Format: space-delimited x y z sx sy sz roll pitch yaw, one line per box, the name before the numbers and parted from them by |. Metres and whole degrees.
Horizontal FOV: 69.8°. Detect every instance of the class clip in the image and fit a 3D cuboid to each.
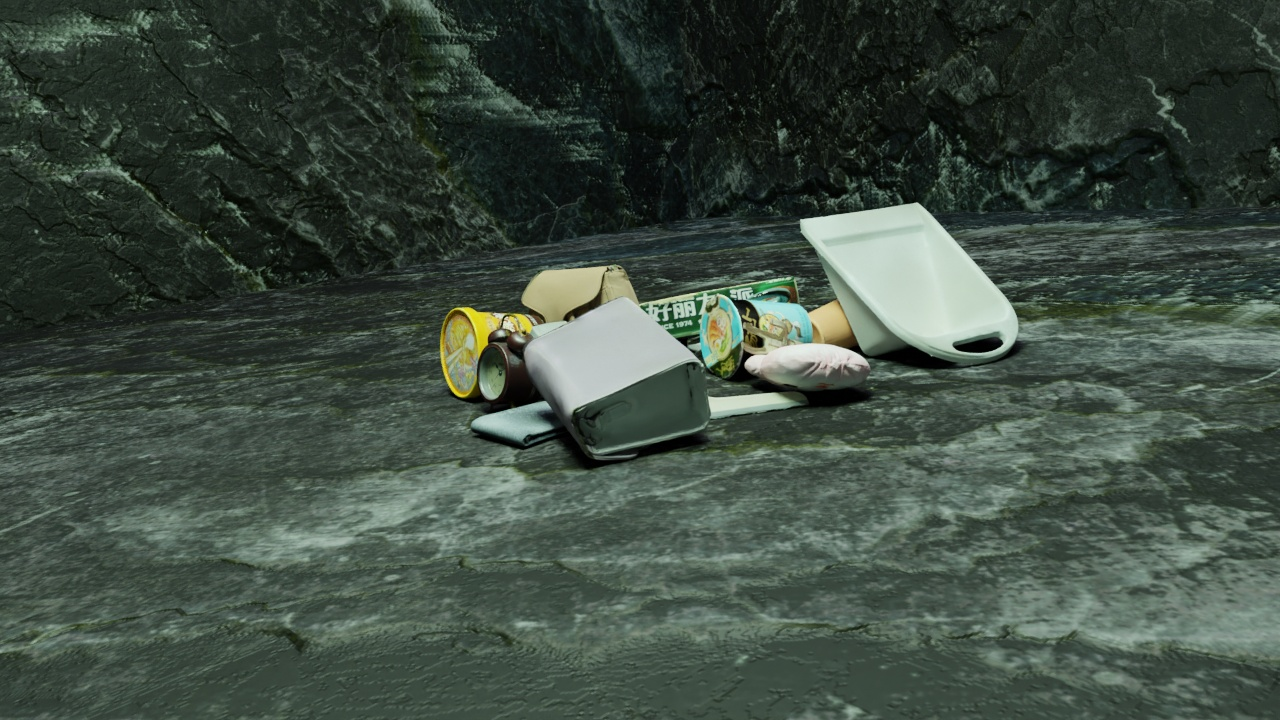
clip | 0.159 -0.021 1.134 0.089 0.035 0.104 -1 -15 24

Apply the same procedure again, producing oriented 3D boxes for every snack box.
snack box | 0.113 -0.077 1.403 0.240 0.063 0.114 -10 3 -4

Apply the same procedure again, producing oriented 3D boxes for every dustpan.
dustpan | 0.372 -0.105 1.206 0.222 0.257 0.143 -12 -9 -26

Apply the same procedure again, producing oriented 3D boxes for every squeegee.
squeegee | 0.047 0.023 1.119 0.246 0.039 0.246 -7 12 -7

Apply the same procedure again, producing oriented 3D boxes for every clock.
clock | -0.158 0.004 1.118 0.055 0.122 0.082 0 6 -39

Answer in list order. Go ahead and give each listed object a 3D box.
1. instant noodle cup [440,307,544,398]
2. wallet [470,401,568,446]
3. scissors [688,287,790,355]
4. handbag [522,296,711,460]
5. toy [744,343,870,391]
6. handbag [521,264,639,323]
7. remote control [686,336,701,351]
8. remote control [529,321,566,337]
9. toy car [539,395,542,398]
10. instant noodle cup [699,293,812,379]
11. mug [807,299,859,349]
instant noodle cup | -0.191 -0.012 1.225 0.114 0.118 0.119 -4 10 -35
wallet | -0.115 0.070 1.036 0.097 0.019 0.120 10 18 44
scissors | 0.159 -0.042 1.298 0.175 0.019 0.176 -35 -33 30
handbag | -0.031 0.020 0.972 0.144 0.098 0.197 -16 27 -17
toy | 0.190 0.009 1.066 0.121 0.054 0.160 6 -3 -17
handbag | -0.086 -0.055 1.272 0.099 0.148 0.205 -15 11 -41
remote control | 0.137 -0.034 1.373 0.135 0.020 0.056 -11 15 -25
remote control | -0.080 0.005 1.120 0.056 0.019 0.135 -13 53 -42
toy car | -0.095 0.017 1.175 0.120 0.054 0.036 -6 15 -1
instant noodle cup | 0.155 -0.035 1.200 0.120 0.111 0.111 -5 11 -23
mug | 0.271 -0.047 1.264 0.122 0.078 0.078 -20 18 -31
